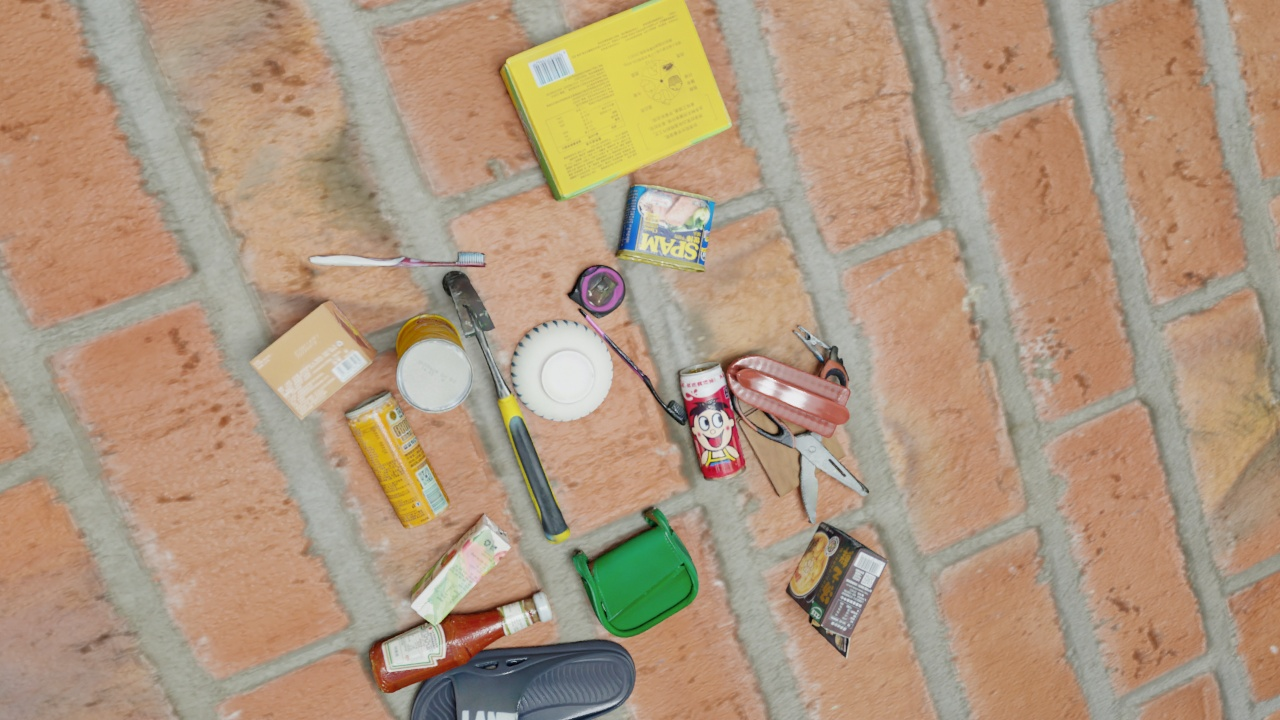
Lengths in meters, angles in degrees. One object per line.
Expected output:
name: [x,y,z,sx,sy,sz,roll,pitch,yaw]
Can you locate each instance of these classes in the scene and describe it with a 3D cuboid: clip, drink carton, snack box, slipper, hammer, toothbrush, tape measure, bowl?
clip: [0.210,-0.022,1.116,0.058,0.027,0.043,38,95,-11]
drink carton: [-0.202,0.237,1.036,0.045,0.053,0.122,43,87,-15]
snack box: [-0.026,-0.285,1.004,0.210,0.070,0.158,-25,102,-9]
slipper: [-0.130,0.391,1.058,0.268,0.083,0.111,-8,97,-13]
hammer: [-0.143,0.059,1.007,0.032,0.126,0.323,-22,108,-10]
snack box: [0.233,0.274,1.110,0.053,0.113,0.125,28,89,-14]
toothbrush: [-0.006,0.006,1.074,0.017,0.014,0.189,-46,104,-15]
tape measure: [-0.046,-0.080,1.040,0.057,0.039,0.058,38,87,-14]
toothbrush: [-0.263,-0.111,1.000,0.187,0.016,0.017,0,89,-13]
snack box: [-0.337,-0.003,0.954,0.092,0.094,0.077,-40,104,-6]
bowl: [-0.085,0.014,1.029,0.116,0.066,0.116,-1,97,-12]

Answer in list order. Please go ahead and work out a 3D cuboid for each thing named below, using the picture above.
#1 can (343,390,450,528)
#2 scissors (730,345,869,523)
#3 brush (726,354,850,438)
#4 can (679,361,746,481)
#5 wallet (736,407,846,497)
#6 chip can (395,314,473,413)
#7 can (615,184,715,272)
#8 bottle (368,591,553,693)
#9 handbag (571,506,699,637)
can: [-0.265,0.109,1.004,0.058,0.058,0.146,-26,102,-9]
scissors: [0.196,0.088,1.107,0.189,0.015,0.225,7,96,-7]
brush: [0.167,0.036,1.054,0.146,0.069,0.063,22,94,-9]
can: [0.085,0.072,1.082,0.053,0.053,0.133,-16,100,-11]
wallet: [0.185,0.095,1.127,0.101,0.020,0.115,-32,100,-8]
chip can: [-0.210,-0.001,0.923,0.072,0.213,0.072,-2,100,-14]
can: [0.029,-0.150,1.041,0.102,0.057,0.083,9,92,-14]
bottle: [-0.201,0.314,1.044,0.206,0.060,0.060,-19,100,-11]
handbag: [-0.003,0.251,1.082,0.131,0.068,0.120,-27,95,-7]
